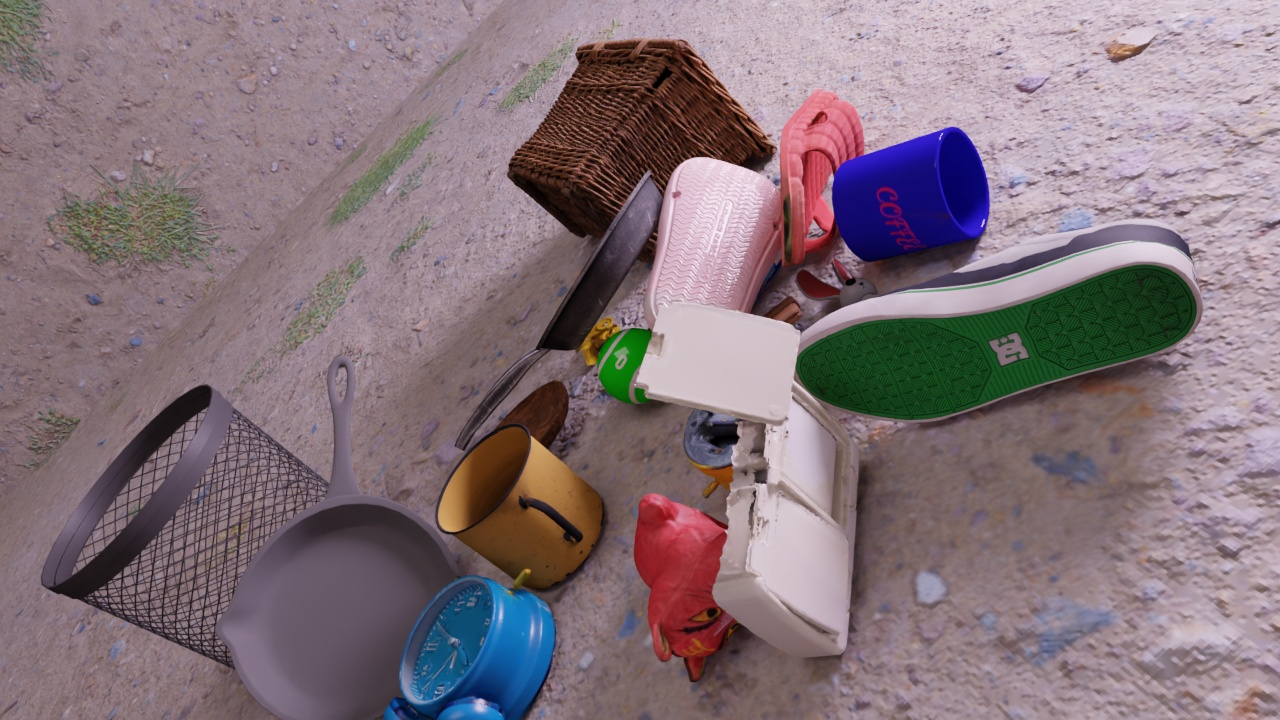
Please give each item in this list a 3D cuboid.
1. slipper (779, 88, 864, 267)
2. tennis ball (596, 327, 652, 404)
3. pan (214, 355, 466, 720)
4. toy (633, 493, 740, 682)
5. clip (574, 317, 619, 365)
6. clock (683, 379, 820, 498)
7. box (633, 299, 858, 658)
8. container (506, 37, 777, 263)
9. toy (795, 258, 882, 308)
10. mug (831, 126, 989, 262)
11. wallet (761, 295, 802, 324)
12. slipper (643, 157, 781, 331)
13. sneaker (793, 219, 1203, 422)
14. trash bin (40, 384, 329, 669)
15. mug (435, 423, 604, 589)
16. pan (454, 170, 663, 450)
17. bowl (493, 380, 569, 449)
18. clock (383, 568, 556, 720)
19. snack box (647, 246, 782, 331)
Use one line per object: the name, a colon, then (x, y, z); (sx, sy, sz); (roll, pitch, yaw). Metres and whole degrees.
slipper: (0.155, -0.160, 0.753); (0.059, 0.104, 0.248); (4, 35, 17)
tennis ball: (-0.005, 0.005, 0.784); (0.065, 0.065, 0.065); (-31, 33, 23)
pan: (-0.259, 0.157, 0.808); (0.216, 0.024, 0.354); (-9, 65, -1)
toy: (0.018, 0.137, 0.587); (0.094, 0.088, 0.133); (-60, 31, -4)
clip: (-0.044, -0.021, 0.914); (0.049, 0.045, 0.054); (-4, 28, -12)
clock: (0.081, 0.042, 0.641); (0.083, 0.057, 0.118); (-6, 48, 48)
box: (0.076, 0.062, 0.494); (0.070, 0.186, 0.143); (-18, 46, 37)
container: (-0.018, -0.223, 0.993); (0.183, 0.162, 0.250); (-53, 31, -3)
toy: (0.161, -0.046, 0.677); (0.049, 0.030, 0.111); (-21, 29, -15)
mug: (0.205, -0.131, 0.681); (0.084, 0.079, 0.111); (-10, 39, 45)
wallet: (0.086, -0.016, 0.700); (0.087, 0.013, 0.120); (-38, 2, 11)
slipper: (0.061, -0.090, 0.754); (0.056, 0.107, 0.221); (100, -175, -52)
sneaker: (0.205, -0.026, 0.560); (0.236, 0.084, 0.078); (-16, 27, 35)
trash bin: (-0.397, 0.178, 0.892); (0.218, 0.227, 0.217); (-31, 33, 23)
mug: (-0.086, 0.118, 0.716); (0.124, 0.094, 0.100); (5, 56, 55)
pan: (-0.081, -0.026, 0.864); (0.358, 0.055, 0.186); (-55, 5, 30)
bowl: (-0.103, 0.071, 0.860); (0.114, 0.026, 0.102); (-41, 25, 11)
clock: (-0.127, 0.230, 0.665); (0.117, 0.060, 0.161); (-18, 41, 38)
snack box: (0.076, -0.069, 0.814); (0.150, 0.027, 0.082); (-53, 33, -12)
